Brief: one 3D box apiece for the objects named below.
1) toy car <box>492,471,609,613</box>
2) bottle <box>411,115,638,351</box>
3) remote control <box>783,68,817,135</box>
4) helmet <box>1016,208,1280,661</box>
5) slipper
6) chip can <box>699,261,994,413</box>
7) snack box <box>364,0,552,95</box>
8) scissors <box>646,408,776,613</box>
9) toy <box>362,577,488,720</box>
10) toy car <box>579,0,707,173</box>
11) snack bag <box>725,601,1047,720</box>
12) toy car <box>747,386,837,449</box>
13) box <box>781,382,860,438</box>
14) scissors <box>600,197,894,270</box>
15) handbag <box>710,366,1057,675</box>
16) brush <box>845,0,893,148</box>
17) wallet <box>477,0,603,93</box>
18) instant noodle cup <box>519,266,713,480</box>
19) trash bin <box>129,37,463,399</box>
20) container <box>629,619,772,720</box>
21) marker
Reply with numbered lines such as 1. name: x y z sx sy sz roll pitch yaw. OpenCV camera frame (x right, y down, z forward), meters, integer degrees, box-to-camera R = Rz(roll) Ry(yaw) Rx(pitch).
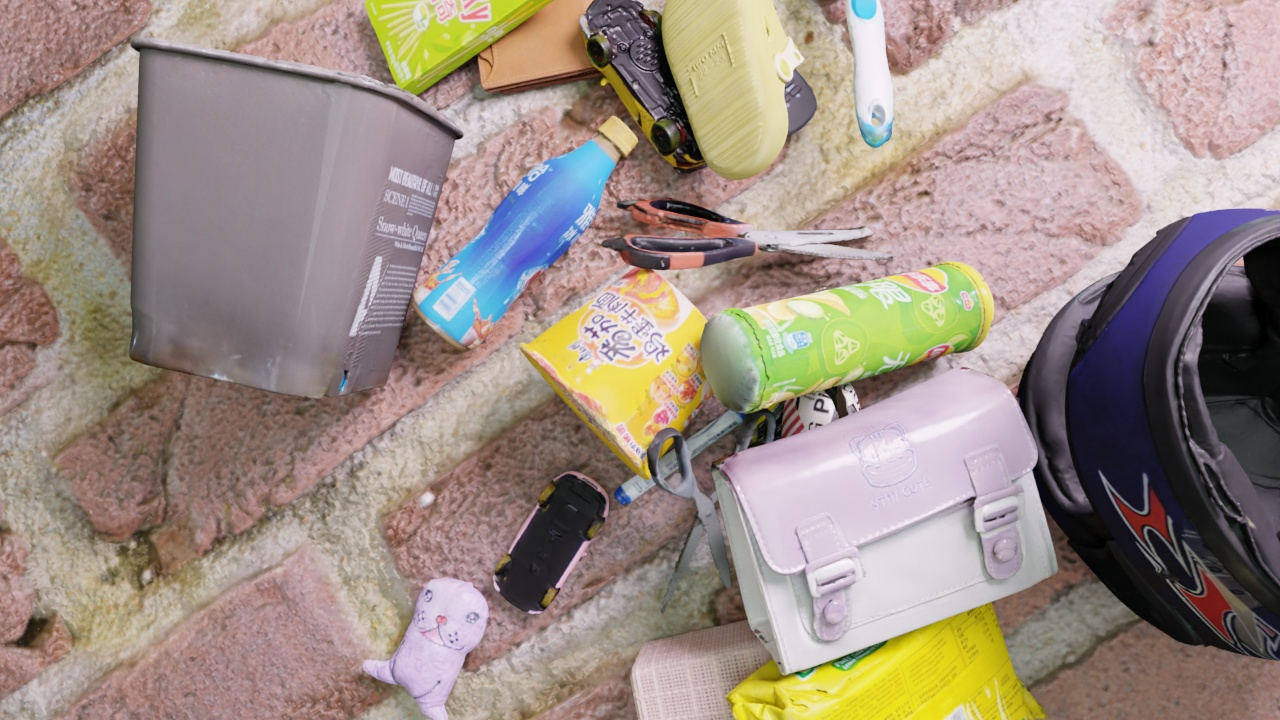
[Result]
1. toy car: -0.070 0.143 0.729 0.056 0.037 0.122 34 103 8
2. bottle: -0.087 -0.105 0.727 0.065 0.065 0.218 43 90 5
3. remote control: 0.086 -0.236 0.740 0.053 0.024 0.136 -42 84 3
4. helmet: 0.368 0.044 0.589 0.315 0.240 0.247 39 85 -13
5. slipper: 0.076 -0.222 0.693 0.092 0.081 0.190 -23 70 42
6. chip can: 0.147 -0.019 0.653 0.220 0.073 0.072 -14 86 -26
7. snack box: -0.143 -0.289 0.733 0.157 0.026 0.085 -25 81 22
8. scissors: 0.051 0.107 0.682 0.159 0.181 0.014 -43 40 -10
9. toy: -0.164 0.222 0.730 0.084 0.039 0.108 28 91 11
10. toy car: 0.012 -0.223 0.731 0.071 0.041 0.156 -36 88 -26
11. snack bag: 0.183 0.250 0.638 0.245 0.068 0.158 -23 94 -29
12. toy car: 0.116 0.048 0.717 0.048 0.032 0.105 40 92 -17
13. box: 0.154 0.095 0.684 0.081 0.075 0.163 -7 101 -21
14. scissors: 0.075 -0.095 0.704 0.222 0.189 0.015 24 125 30
15. handbag: 0.159 0.103 0.609 0.197 0.098 0.145 -19 98 -8
16. brush: 0.160 -0.302 0.695 0.060 0.109 0.314 -2 87 1
17. wallet: -0.088 -0.291 0.754 0.108 0.031 0.131 -9 85 3
18. instant noodle cup: -0.004 0.004 0.686 0.109 0.138 0.138 -43 85 -7
19. trash bin: -0.259 -0.097 0.683 0.199 0.199 0.220 11 94 6
20. container: 0.056 0.251 0.689 0.111 0.090 0.090 -12 87 7
21. marker: 0.041 0.069 0.733 0.146 0.017 0.017 -35 85 2
